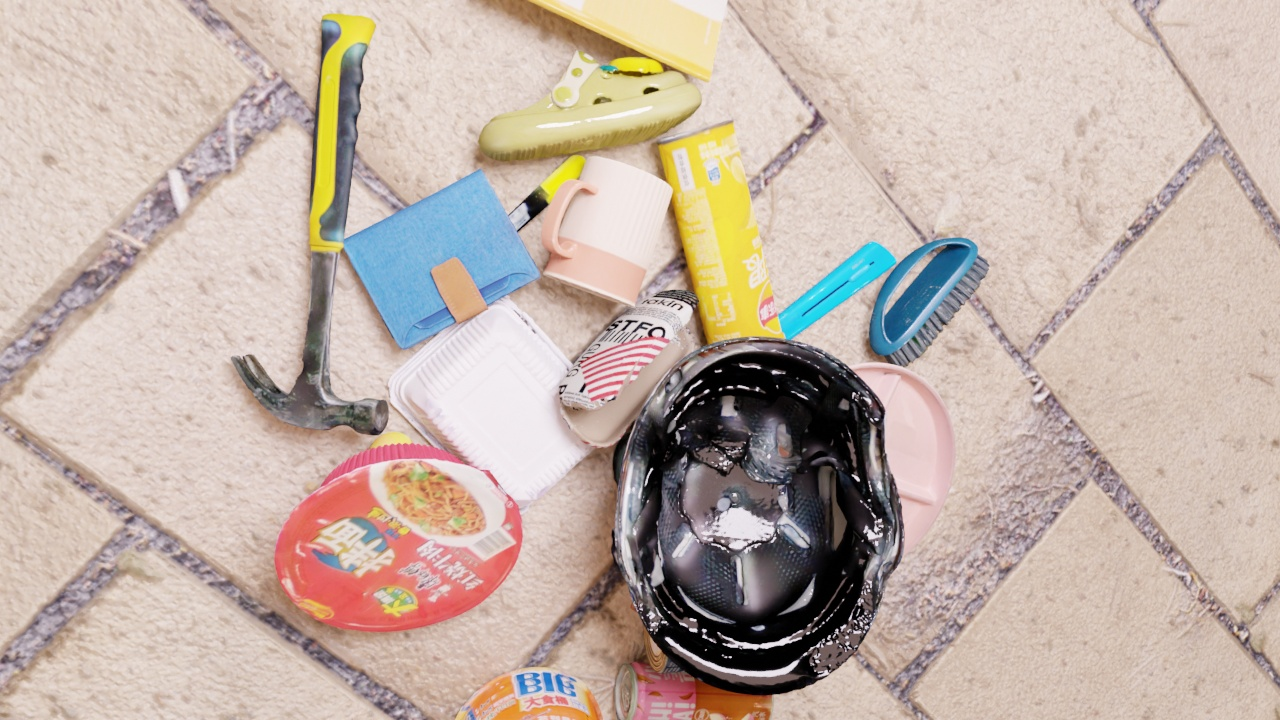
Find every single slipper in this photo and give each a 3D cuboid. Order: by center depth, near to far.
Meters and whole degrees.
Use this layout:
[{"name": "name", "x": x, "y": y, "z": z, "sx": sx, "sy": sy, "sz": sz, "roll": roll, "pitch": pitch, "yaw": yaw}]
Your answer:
[{"name": "slipper", "x": -0.043, "y": -0.215, "z": 0.751, "sx": 0.190, "sy": 0.092, "sz": 0.081, "roll": -15, "pitch": 99, "yaw": -12}]

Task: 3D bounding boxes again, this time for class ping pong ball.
[{"name": "ping pong ball", "x": -0.209, "y": 0.081, "z": 0.775, "sx": 0.040, "sy": 0.040, "sz": 0.040, "roll": -3, "pitch": 100, "yaw": -16}]

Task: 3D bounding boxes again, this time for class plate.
[{"name": "plate", "x": 0.206, "y": 0.110, "z": 0.898, "sx": 0.229, "sy": 0.028, "sz": 0.230, "roll": -6, "pitch": 107, "yaw": -19}]

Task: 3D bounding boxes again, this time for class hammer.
[{"name": "hammer", "x": -0.249, "y": -0.107, "z": 0.721, "sx": 0.126, "sy": 0.032, "sz": 0.323, "roll": 6, "pitch": 92, "yaw": 9}]

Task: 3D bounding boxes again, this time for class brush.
[{"name": "brush", "x": 0.271, "y": -0.064, "z": 0.885, "sx": 0.073, "sy": 0.055, "sz": 0.144, "roll": 43, "pitch": 86, "yaw": -20}]

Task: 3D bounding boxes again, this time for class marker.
[{"name": "marker", "x": -0.094, "y": -0.132, "z": 0.789, "sx": 0.124, "sy": 0.015, "sz": 0.018, "roll": -43, "pitch": 104, "yaw": -3}]

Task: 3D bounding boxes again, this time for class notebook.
[{"name": "notebook", "x": -0.020, "y": -0.328, "z": 0.751, "sx": 0.206, "sy": 0.010, "sz": 0.145, "roll": 19, "pitch": 70, "yaw": -18}]

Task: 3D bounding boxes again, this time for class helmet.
[{"name": "helmet", "x": 0.088, "y": 0.116, "z": 0.766, "sx": 0.230, "sy": 0.157, "sz": 0.274, "roll": -3, "pitch": 92, "yaw": -3}]

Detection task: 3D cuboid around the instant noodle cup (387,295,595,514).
[{"name": "instant noodle cup", "x": -0.113, "y": 0.043, "z": 0.788, "sx": 0.138, "sy": 0.060, "sz": 0.173, "roll": -42, "pitch": 109, "yaw": -6}]

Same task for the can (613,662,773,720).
[{"name": "can", "x": 0.052, "y": 0.323, "z": 0.883, "sx": 0.147, "sy": 0.058, "sz": 0.058, "roll": 9, "pitch": 96, "yaw": -18}]

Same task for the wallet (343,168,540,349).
[{"name": "wallet", "x": -0.163, "y": -0.082, "z": 0.757, "sx": 0.133, "sy": 0.040, "sz": 0.106, "roll": -29, "pitch": 94, "yaw": -6}]

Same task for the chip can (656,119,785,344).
[{"name": "chip can", "x": 0.072, "y": -0.099, "z": 0.813, "sx": 0.072, "sy": 0.072, "sz": 0.213, "roll": -19, "pitch": 104, "yaw": -13}]

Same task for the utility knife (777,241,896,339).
[{"name": "utility knife", "x": 0.176, "y": -0.060, "z": 0.878, "sx": 0.159, "sy": 0.018, "sz": 0.034, "roll": -37, "pitch": 108, "yaw": -6}]

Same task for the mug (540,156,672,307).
[{"name": "mug", "x": -0.035, "y": -0.111, "z": 0.764, "sx": 0.114, "sy": 0.082, "sz": 0.106, "roll": 19, "pitch": 91, "yaw": -53}]

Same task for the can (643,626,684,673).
[{"name": "can", "x": 0.064, "y": 0.253, "z": 0.866, "sx": 0.111, "sy": 0.075, "sz": 0.075, "roll": 2, "pitch": 98, "yaw": -17}]

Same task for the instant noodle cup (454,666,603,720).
[{"name": "instant noodle cup", "x": -0.092, "y": 0.369, "z": 0.820, "sx": 0.151, "sy": 0.111, "sz": 0.151, "roll": -3, "pitch": 100, "yaw": -16}]

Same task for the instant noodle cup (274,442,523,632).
[{"name": "instant noodle cup", "x": -0.195, "y": 0.136, "z": 0.751, "sx": 0.193, "sy": 0.065, "sz": 0.194, "roll": -9, "pitch": 128, "yaw": -12}]

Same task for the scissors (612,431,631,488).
[{"name": "scissors", "x": 0.030, "y": 0.134, "z": 0.866, "sx": 0.129, "sy": 0.019, "sz": 0.185, "roll": -16, "pitch": 102, "yaw": -13}]

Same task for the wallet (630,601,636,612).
[{"name": "wallet", "x": 0.065, "y": 0.206, "z": 0.828, "sx": 0.132, "sy": 0.031, "sz": 0.107, "roll": 27, "pitch": 59, "yaw": -2}]

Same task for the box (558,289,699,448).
[{"name": "box", "x": -0.006, "y": 0.008, "z": 0.788, "sx": 0.162, "sy": 0.076, "sz": 0.087, "roll": -51, "pitch": 136, "yaw": -36}]
